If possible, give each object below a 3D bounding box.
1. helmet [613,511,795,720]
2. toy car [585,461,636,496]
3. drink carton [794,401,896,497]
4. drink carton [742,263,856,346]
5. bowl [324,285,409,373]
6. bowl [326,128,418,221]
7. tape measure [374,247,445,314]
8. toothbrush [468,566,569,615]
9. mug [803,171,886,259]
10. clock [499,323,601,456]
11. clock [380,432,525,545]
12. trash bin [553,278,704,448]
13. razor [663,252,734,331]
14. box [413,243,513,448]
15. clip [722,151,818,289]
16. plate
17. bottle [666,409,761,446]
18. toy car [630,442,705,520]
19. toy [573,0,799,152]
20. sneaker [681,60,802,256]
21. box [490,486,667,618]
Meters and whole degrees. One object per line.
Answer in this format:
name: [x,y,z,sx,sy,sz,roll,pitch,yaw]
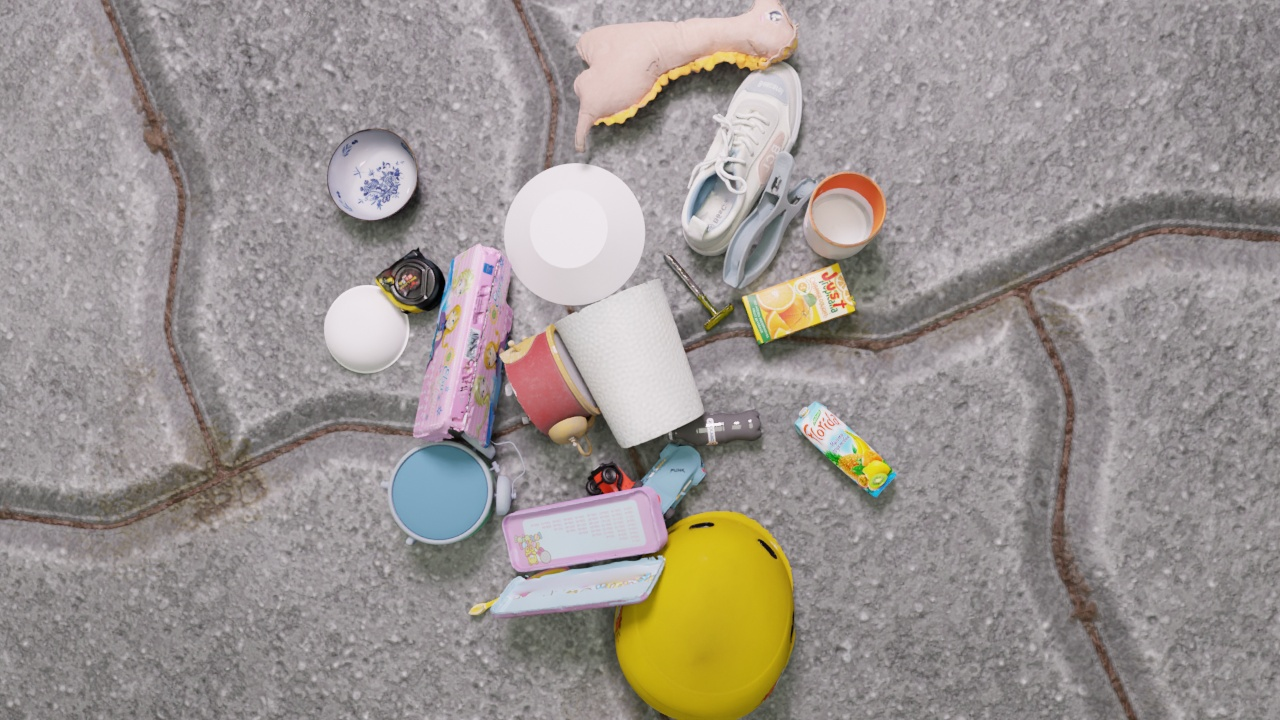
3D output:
helmet: [0.074,0.291,1.021,0.209,0.139,0.240,18,90,6]
toy car: [-0.018,0.163,1.078,0.048,0.051,0.100,-30,82,-39]
drink carton: [0.234,0.101,1.059,0.129,0.038,0.044,43,93,6]
drink carton: [0.186,-0.065,1.069,0.122,0.041,0.058,-19,86,5]
bowl: [-0.344,-0.040,1.126,0.110,0.040,0.110,0,88,6]
bowl: [-0.321,-0.223,1.127,0.114,0.045,0.114,0,88,6]
tape measure: [-0.276,-0.094,1.121,0.071,0.042,0.072,-37,80,-1]
toothbrush: [-0.147,0.279,1.107,0.135,0.016,0.021,-25,81,5]
mug: [0.227,-0.161,1.034,0.082,0.105,0.082,0,88,6]
clock: [-0.101,0.043,1.062,0.081,0.117,0.159,-28,92,8]
clock: [-0.216,0.149,1.095,0.161,0.075,0.122,-25,85,-8]
trash bin: [-0.006,0.006,1.048,0.133,0.133,0.161,-23,91,5]
razor: [0.063,-0.088,1.094,0.042,0.026,0.106,-40,81,6]
box: [-0.190,-0.013,1.076,0.090,0.085,0.230,21,68,-33]
clip: [0.152,-0.156,1.069,0.027,0.090,0.162,35,105,36]
plate: [-0.083,-0.155,1.103,0.174,0.036,0.174,0,88,6]
bottle: [0.086,0.081,1.077,0.110,0.036,0.036,-6,87,6]
toy car: [0.034,0.138,1.058,0.060,0.028,0.107,40,59,6]
toy: [0.049,-0.337,1.070,0.264,0.065,0.196,3,82,13]
sneaker: [0.117,-0.238,1.054,0.089,0.090,0.242,26,91,13]
box: [-0.071,0.224,1.039,0.215,0.062,0.139,-15,53,30]
